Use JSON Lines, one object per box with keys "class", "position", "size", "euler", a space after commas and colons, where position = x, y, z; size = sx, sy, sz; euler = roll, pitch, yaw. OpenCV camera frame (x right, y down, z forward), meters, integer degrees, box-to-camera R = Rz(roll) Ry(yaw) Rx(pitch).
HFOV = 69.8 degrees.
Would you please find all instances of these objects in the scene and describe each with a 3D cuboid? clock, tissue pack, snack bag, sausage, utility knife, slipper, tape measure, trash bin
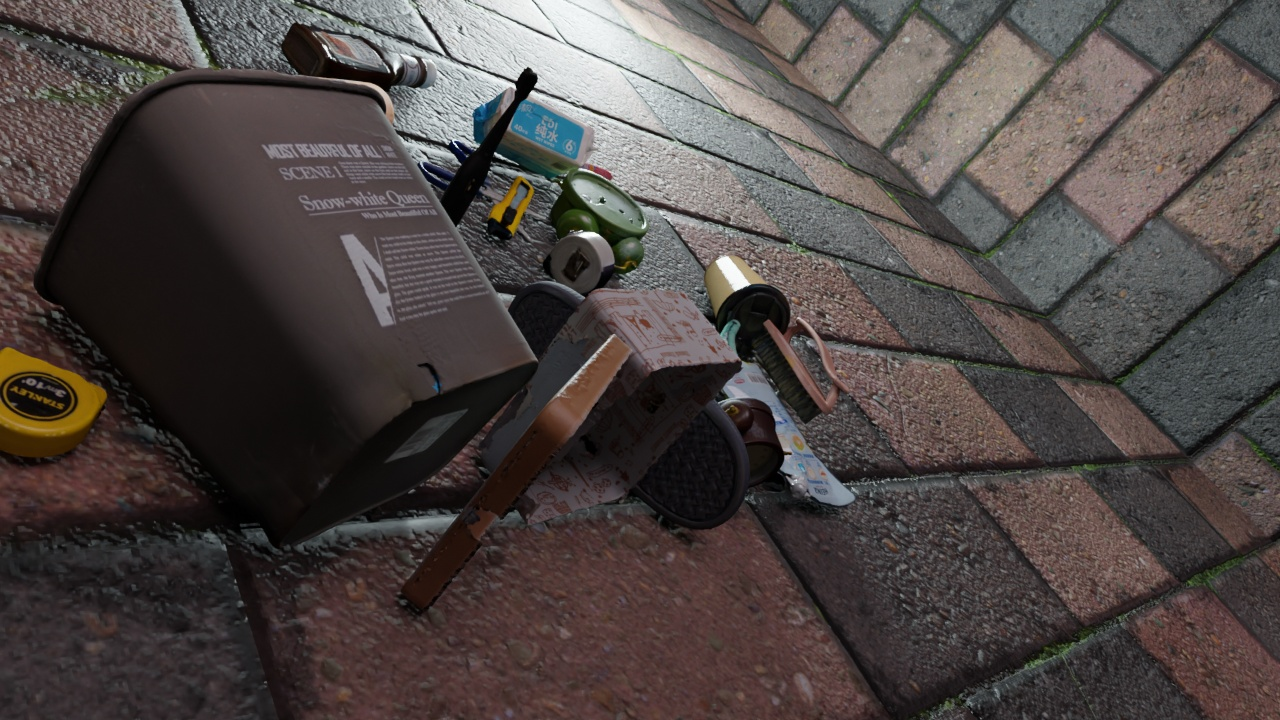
{"class": "clock", "position": [-0.049, -0.160, 1.084], "size": [0.116, 0.056, 0.161], "euler": [24, 31, -26]}
{"class": "tissue pack", "position": [-0.129, -0.275, 1.114], "size": [0.140, 0.063, 0.090], "euler": [21, -11, -30]}
{"class": "snack bag", "position": [0.148, 0.079, 0.983], "size": [0.110, 0.039, 0.191], "euler": [21, 31, -51]}
{"class": "sausage", "position": [-0.093, -0.260, 1.220], "size": [0.155, 0.020, 0.020], "euler": [7, 41, -46]}
{"class": "utility knife", "position": [-0.141, -0.171, 1.009], "size": [0.033, 0.015, 0.154], "euler": [38, 27, -17]}
{"class": "slipper", "position": [-0.003, 0.027, 0.805], "size": [0.268, 0.111, 0.083], "euler": [43, 24, 14]}
{"class": "tape measure", "position": [-0.063, -0.103, 0.969], "size": [0.066, 0.066, 0.033], "euler": [44, 29, 8]}
{"class": "tape measure", "position": [-0.325, 0.027, 0.491], "size": [0.060, 0.029, 0.057], "euler": [27, 29, -23]}
{"class": "trash bin", "position": [-0.201, -0.029, 0.564], "size": [0.219, 0.199, 0.198], "euler": [51, 29, 9]}
{"class": "clock", "position": [0.085, 0.075, 0.861], "size": [0.122, 0.082, 0.055], "euler": [33, 30, -41]}

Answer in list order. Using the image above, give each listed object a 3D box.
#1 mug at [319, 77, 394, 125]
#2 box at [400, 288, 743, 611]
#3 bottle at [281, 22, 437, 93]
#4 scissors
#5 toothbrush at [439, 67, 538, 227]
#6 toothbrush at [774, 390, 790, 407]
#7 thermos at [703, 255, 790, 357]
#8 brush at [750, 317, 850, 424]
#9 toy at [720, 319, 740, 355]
{"class": "mug", "position": [-0.293, -0.237, 0.886], "size": [0.078, 0.078, 0.122], "euler": [38, 22, -2]}
{"class": "box", "position": [-0.050, 0.048, 0.634], "size": [0.106, 0.178, 0.271], "euler": [44, 27, 10]}
{"class": "bottle", "position": [-0.309, -0.338, 1.047], "size": [0.080, 0.044, 0.194], "euler": [47, 27, 14]}
{"class": "scissors", "position": [-0.177, -0.192, 1.024], "size": [0.162, 0.012, 0.176], "euler": [4, 45, -50]}
{"class": "toothbrush", "position": [-0.146, -0.161, 0.793], "size": [0.026, 0.213, 0.027], "euler": [17, 34, -36]}
{"class": "toothbrush", "position": [0.107, 0.002, 1.074], "size": [0.180, 0.016, 0.016], "euler": [33, 24, -11]}
{"class": "thermos", "position": [0.126, -0.074, 1.143], "size": [0.093, 0.093, 0.143], "euler": [25, 22, -25]}
{"class": "brush", "position": [0.183, 0.010, 1.038], "size": [0.063, 0.073, 0.145], "euler": [45, 13, -36]}
{"class": "toy", "position": [0.077, -0.023, 1.046], "size": [0.092, 0.030, 0.096], "euler": [41, 57, -13]}
